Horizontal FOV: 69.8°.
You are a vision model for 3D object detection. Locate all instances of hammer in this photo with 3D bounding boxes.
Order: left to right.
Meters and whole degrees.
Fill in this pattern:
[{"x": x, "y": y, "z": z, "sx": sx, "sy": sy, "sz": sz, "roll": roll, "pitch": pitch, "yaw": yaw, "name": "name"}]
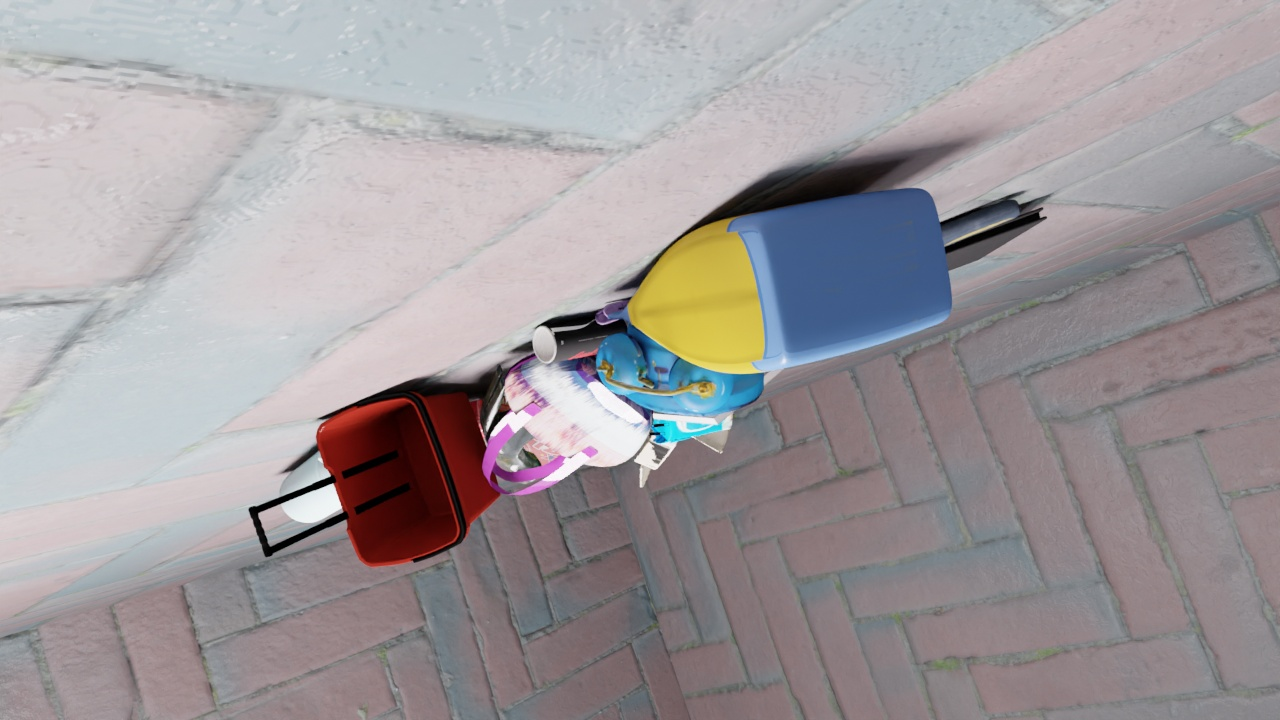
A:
[{"x": -0.005, "y": 0.005, "z": 0.875, "sx": 0.319, "sy": 0.032, "sz": 0.130, "roll": -27, "pitch": 132, "yaw": 1, "name": "hammer"}]

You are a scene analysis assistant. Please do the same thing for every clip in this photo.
[{"x": -0.013, "y": -0.042, "z": 0.759, "sx": 0.052, "sy": 0.013, "sz": 0.036, "roll": -17, "pitch": 174, "yaw": -32, "name": "clip"}]

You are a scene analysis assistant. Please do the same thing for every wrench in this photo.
[{"x": 0.240, "y": -0.100, "z": 0.918, "sx": 0.274, "sy": 0.022, "sz": 0.073, "roll": -21, "pitch": 172, "yaw": 19, "name": "wrench"}]

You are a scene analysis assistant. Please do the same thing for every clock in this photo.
[{"x": 0.033, "y": 0.001, "z": 0.714, "sx": 0.117, "sy": 0.060, "sz": 0.161, "roll": 12, "pitch": -155, "yaw": 23, "name": "clock"}]

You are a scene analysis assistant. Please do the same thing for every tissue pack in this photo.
[{"x": 0.059, "y": 0.028, "z": 1.017, "sx": 0.092, "sy": 0.145, "sz": 0.061, "roll": -16, "pitch": -144, "yaw": -22, "name": "tissue pack"}]

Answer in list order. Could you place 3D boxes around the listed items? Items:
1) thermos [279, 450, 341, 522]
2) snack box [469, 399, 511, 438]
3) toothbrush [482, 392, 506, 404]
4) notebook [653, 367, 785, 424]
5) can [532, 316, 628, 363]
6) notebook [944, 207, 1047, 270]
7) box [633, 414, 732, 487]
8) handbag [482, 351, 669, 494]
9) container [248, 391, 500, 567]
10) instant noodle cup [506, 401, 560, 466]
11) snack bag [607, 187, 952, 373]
[{"x": -0.331, "y": 0.127, "z": 0.988, "sx": 0.078, "sy": 0.065, "sz": 0.207, "roll": 30, "pitch": 147, "yaw": -23, "name": "thermos"}, {"x": -0.192, "y": 0.069, "z": 0.956, "sx": 0.133, "sy": 0.021, "sz": 0.089, "roll": -14, "pitch": 163, "yaw": 27, "name": "snack box"}, {"x": -0.162, "y": 0.049, "z": 0.996, "sx": 0.026, "sy": 0.027, "sz": 0.223, "roll": 8, "pitch": 164, "yaw": -14, "name": "toothbrush"}, {"x": 0.077, "y": 0.010, "z": 0.857, "sx": 0.142, "sy": 0.009, "sz": 0.210, "roll": -38, "pitch": -168, "yaw": -17, "name": "notebook"}, {"x": -0.048, "y": -0.019, "z": 0.762, "sx": 0.080, "sy": 0.031, "sz": 0.032, "roll": -12, "pitch": 170, "yaw": -41, "name": "can"}, {"x": 0.339, "y": -0.113, "z": 1.050, "sx": 0.169, "sy": 0.019, "sz": 0.231, "roll": -20, "pitch": 175, "yaw": 2, "name": "notebook"}, {"x": 0.059, "y": 0.083, "z": 1.155, "sx": 0.101, "sy": 0.144, "sz": 0.187, "roll": 18, "pitch": 153, "yaw": 11, "name": "box"}, {"x": -0.076, "y": 0.063, "z": 0.830, "sx": 0.170, "sy": 0.144, "sz": 0.067, "roll": -41, "pitch": -157, "yaw": 24, "name": "handbag"}, {"x": -0.221, "y": 0.106, "z": 0.807, "sx": 0.127, "sy": 0.148, "sz": 0.200, "roll": -18, "pitch": -178, "yaw": 19, "name": "container"}, {"x": -0.090, "y": 0.059, "z": 1.026, "sx": 0.100, "sy": 0.100, "sz": 0.113, "roll": -12, "pitch": 162, "yaw": -42, "name": "instant noodle cup"}, {"x": 0.089, "y": -0.052, "z": 0.660, "sx": 0.158, "sy": 0.102, "sz": 0.206, "roll": -14, "pitch": -174, "yaw": -30, "name": "snack bag"}]
